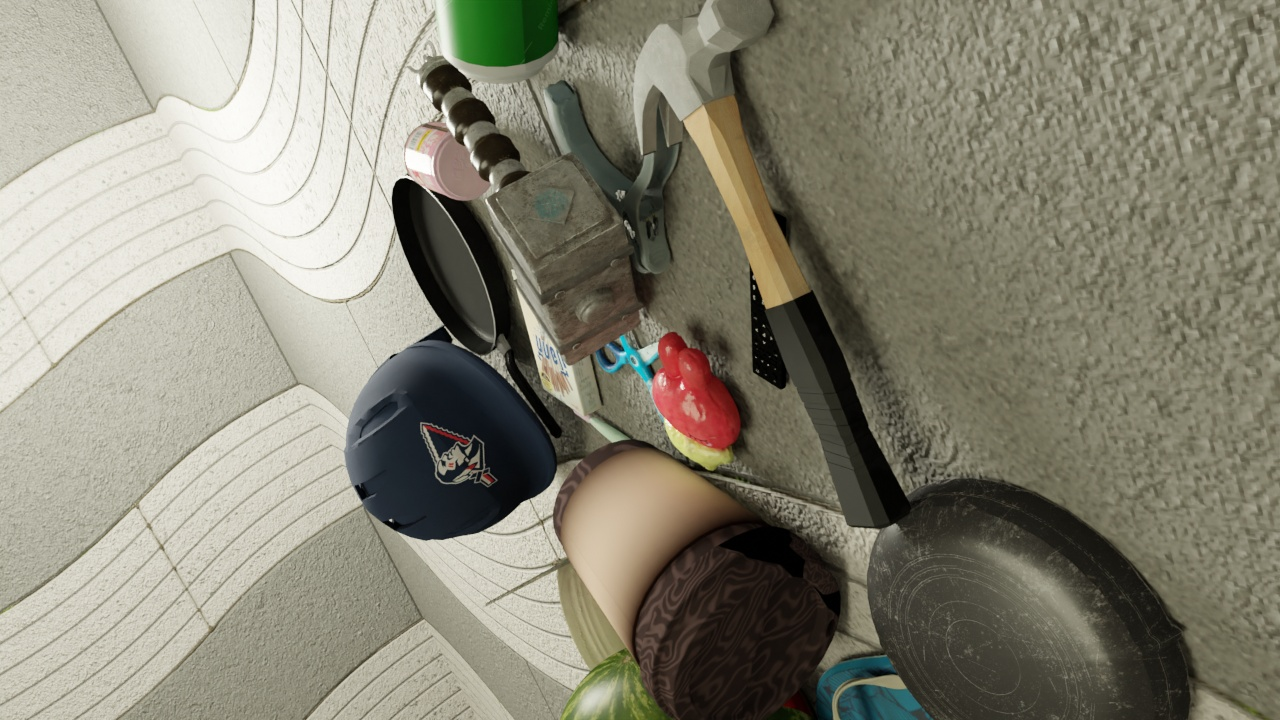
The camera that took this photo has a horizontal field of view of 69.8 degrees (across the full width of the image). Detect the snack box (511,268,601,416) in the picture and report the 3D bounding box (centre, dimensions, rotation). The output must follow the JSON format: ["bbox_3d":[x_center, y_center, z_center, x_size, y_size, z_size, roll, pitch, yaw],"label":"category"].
[{"bbox_3d":[-0.084,-0.021,0.929,0.082,0.026,0.150,30,141,45],"label":"snack box"}]

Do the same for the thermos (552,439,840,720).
[{"bbox_3d":[0.033,0.175,0.781,0.226,0.172,0.173,38,147,49],"label":"thermos"}]

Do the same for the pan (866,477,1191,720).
[{"bbox_3d":[0.248,0.241,0.554,0.208,0.040,0.357,-26,86,56],"label":"pan"}]

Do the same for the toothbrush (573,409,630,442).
[{"bbox_3d":[-0.039,0.068,0.954,0.155,0.015,0.022,34,174,41],"label":"toothbrush"}]

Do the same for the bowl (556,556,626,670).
[{"bbox_3d":[-0.030,0.286,1.064,0.151,0.075,0.150,62,-170,-19],"label":"bowl"}]

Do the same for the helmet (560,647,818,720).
[{"bbox_3d":[0.052,0.375,0.865,0.244,0.212,0.247,-38,98,21],"label":"helmet"}]

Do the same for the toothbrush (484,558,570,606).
[{"bbox_3d":[-0.098,0.231,1.035,0.010,0.181,0.010,46,144,33],"label":"toothbrush"}]

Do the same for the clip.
[{"bbox_3d":[-0.013,-0.159,0.667,0.164,0.032,0.166,53,154,16],"label":"clip"}]

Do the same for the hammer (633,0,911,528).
[{"bbox_3d":[0.085,-0.051,0.562,0.131,0.039,0.328,-16,98,64],"label":"hammer"}]

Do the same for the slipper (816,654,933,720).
[{"bbox_3d":[0.197,0.289,0.719,0.118,0.060,0.296,55,153,17],"label":"slipper"}]

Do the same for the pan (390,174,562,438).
[{"bbox_3d":[-0.183,-0.060,1.053,0.356,0.034,0.226,53,153,13],"label":"pan"}]

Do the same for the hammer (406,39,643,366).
[{"bbox_3d":[-0.116,-0.161,0.759,0.326,0.079,0.177,56,171,22],"label":"hammer"}]

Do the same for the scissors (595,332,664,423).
[{"bbox_3d":[-0.005,0.005,0.835,0.140,0.011,0.134,1,120,61],"label":"scissors"}]

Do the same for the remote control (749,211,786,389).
[{"bbox_3d":[0.087,-0.040,0.627,0.030,0.009,0.140,35,144,41],"label":"remote control"}]

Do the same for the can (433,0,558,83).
[{"bbox_3d":[-0.101,-0.272,0.636,0.088,0.087,0.140,44,149,30],"label":"can"}]

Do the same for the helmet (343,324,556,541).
[{"bbox_3d":[-0.217,0.092,1.047,0.273,0.222,0.232,-27,107,40],"label":"helmet"}]

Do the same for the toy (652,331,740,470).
[{"bbox_3d":[0.043,0.035,0.742,0.092,0.045,0.135,35,151,37],"label":"toy"}]

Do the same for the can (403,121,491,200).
[{"bbox_3d":[-0.183,-0.193,0.882,0.076,0.067,0.067,27,139,48],"label":"can"}]
